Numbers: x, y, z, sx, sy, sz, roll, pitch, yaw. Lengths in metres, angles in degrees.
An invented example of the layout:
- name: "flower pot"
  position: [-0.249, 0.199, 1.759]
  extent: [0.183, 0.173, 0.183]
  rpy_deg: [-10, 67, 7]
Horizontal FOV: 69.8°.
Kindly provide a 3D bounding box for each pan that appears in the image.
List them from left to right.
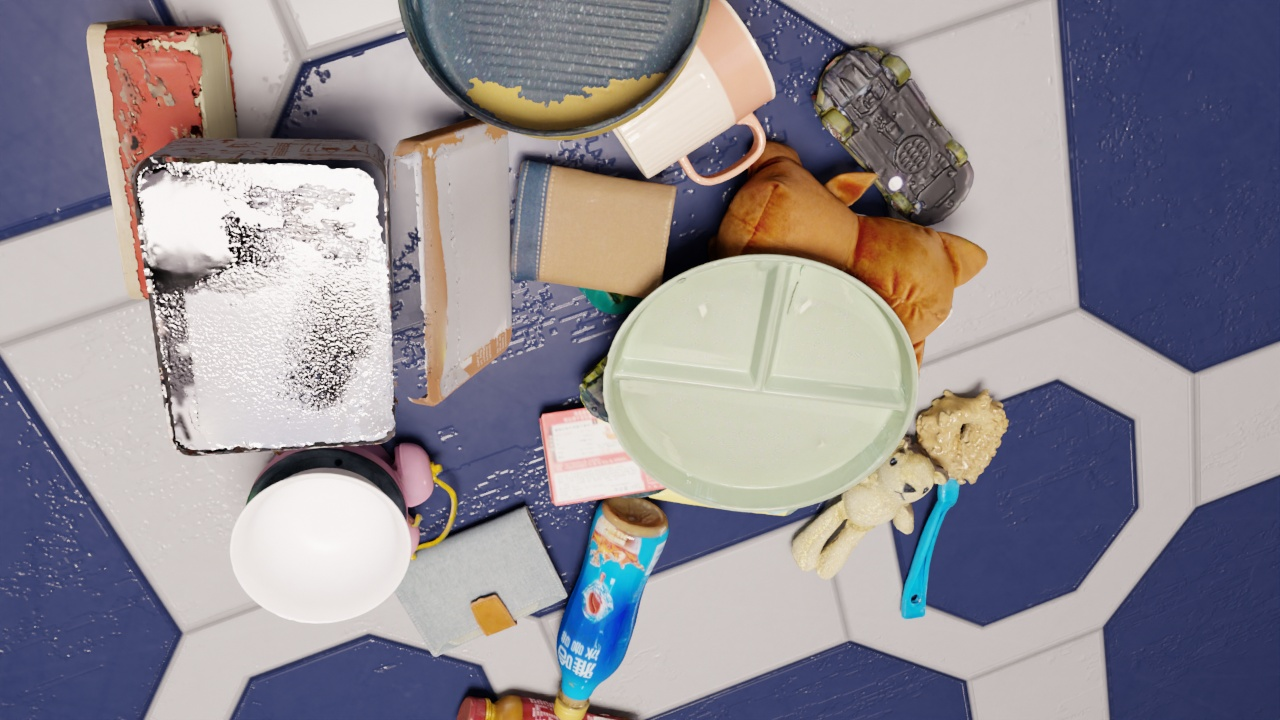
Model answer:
- name: "pan"
  position: [-0.133, -0.245, 0.568]
  extent: [0.357, 0.078, 0.198]
  rpy_deg: [6, 94, 5]

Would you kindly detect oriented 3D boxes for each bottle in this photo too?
- name: "bottle"
  position: [-0.083, 0.349, 0.854]
  extent: [0.174, 0.057, 0.057]
  rpy_deg: [20, 107, -20]
- name: "bottle"
  position: [-0.035, 0.225, 0.809]
  extent: [0.065, 0.065, 0.219]
  rpy_deg: [11, 110, -17]

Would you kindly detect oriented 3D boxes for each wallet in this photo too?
- name: "wallet"
  position: [-0.138, 0.193, 0.787]
  extent: [0.129, 0.037, 0.106]
  rpy_deg: [-22, 115, -3]
- name: "wallet"
  position: [-0.036, -0.094, 0.670]
  extent: [0.115, 0.033, 0.090]
  rpy_deg: [10, 112, 4]

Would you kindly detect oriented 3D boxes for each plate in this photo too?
- name: "plate"
  position: [0.088, 0.020, 0.684]
  extent: [0.230, 0.027, 0.231]
  rpy_deg: [3, 123, 4]

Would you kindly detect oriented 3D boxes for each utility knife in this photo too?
- name: "utility knife"
  position: [0.051, 0.114, 0.806]
  extent: [0.204, 0.021, 0.031]
  rpy_deg: [9, 106, -18]

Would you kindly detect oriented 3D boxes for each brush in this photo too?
- name: "brush"
  position: [0.281, 0.140, 0.863]
  extent: [0.083, 0.046, 0.255]
  rpy_deg: [-3, 117, -16]

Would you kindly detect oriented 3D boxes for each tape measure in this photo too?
- name: "tape measure"
  position: [-0.019, -0.064, 0.712]
  extent: [0.058, 0.025, 0.054]
  rpy_deg: [-38, 114, 5]

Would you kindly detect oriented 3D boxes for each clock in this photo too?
- name: "clock"
  position: [-0.224, 0.113, 0.721]
  extent: [0.158, 0.059, 0.117]
  rpy_deg: [12, 108, -16]

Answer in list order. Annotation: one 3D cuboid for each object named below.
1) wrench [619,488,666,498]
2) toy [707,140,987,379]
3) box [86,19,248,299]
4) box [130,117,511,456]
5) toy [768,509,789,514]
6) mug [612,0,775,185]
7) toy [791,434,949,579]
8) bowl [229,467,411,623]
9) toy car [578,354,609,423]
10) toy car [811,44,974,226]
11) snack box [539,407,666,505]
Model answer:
- name: "wrench"
  position: [0.087, 0.072, 0.795]
  extent: [0.273, 0.016, 0.056]
  rpy_deg: [-10, 100, -9]
- name: "toy"
  position: [0.152, -0.074, 0.699]
  extent: [0.199, 0.130, 0.140]
  rpy_deg: [25, 111, 0]
- name: "box"
  position: [-0.287, -0.126, 0.587]
  extent: [0.076, 0.091, 0.168]
  rpy_deg: [-1, 113, -10]
- name: "box"
  position: [-0.171, -0.053, 0.581]
  extent: [0.269, 0.134, 0.180]
  rpy_deg: [-18, 120, -41]
- name: "toy"
  position: [0.147, 0.064, 0.759]
  extent: [0.161, 0.049, 0.156]
  rpy_deg: [-16, 134, 4]
- name: "mug"
  position: [0.035, -0.177, 0.644]
  extent: [0.106, 0.081, 0.114]
  rpy_deg: [-34, 113, 4]
- name: "toy"
  position: [0.200, 0.135, 0.824]
  extent: [0.105, 0.066, 0.157]
  rpy_deg: [39, 110, -5]
- name: "bowl"
  position: [-0.223, 0.119, 0.655]
  extent: [0.118, 0.064, 0.118]
  rpy_deg: [-4, 111, -11]
- name: "toy car"
  position: [-0.004, 0.004, 0.734]
  extent: [0.105, 0.032, 0.048]
  rpy_deg: [-45, 100, -5]
- name: "toy car"
  position: [0.195, -0.169, 0.706]
  extent: [0.070, 0.042, 0.158]
  rpy_deg: [-43, 114, 7]
- name: "snack box"
  position: [-0.003, 0.070, 0.756]
  extent: [0.152, 0.025, 0.075]
  rpy_deg: [-8, 87, -10]
